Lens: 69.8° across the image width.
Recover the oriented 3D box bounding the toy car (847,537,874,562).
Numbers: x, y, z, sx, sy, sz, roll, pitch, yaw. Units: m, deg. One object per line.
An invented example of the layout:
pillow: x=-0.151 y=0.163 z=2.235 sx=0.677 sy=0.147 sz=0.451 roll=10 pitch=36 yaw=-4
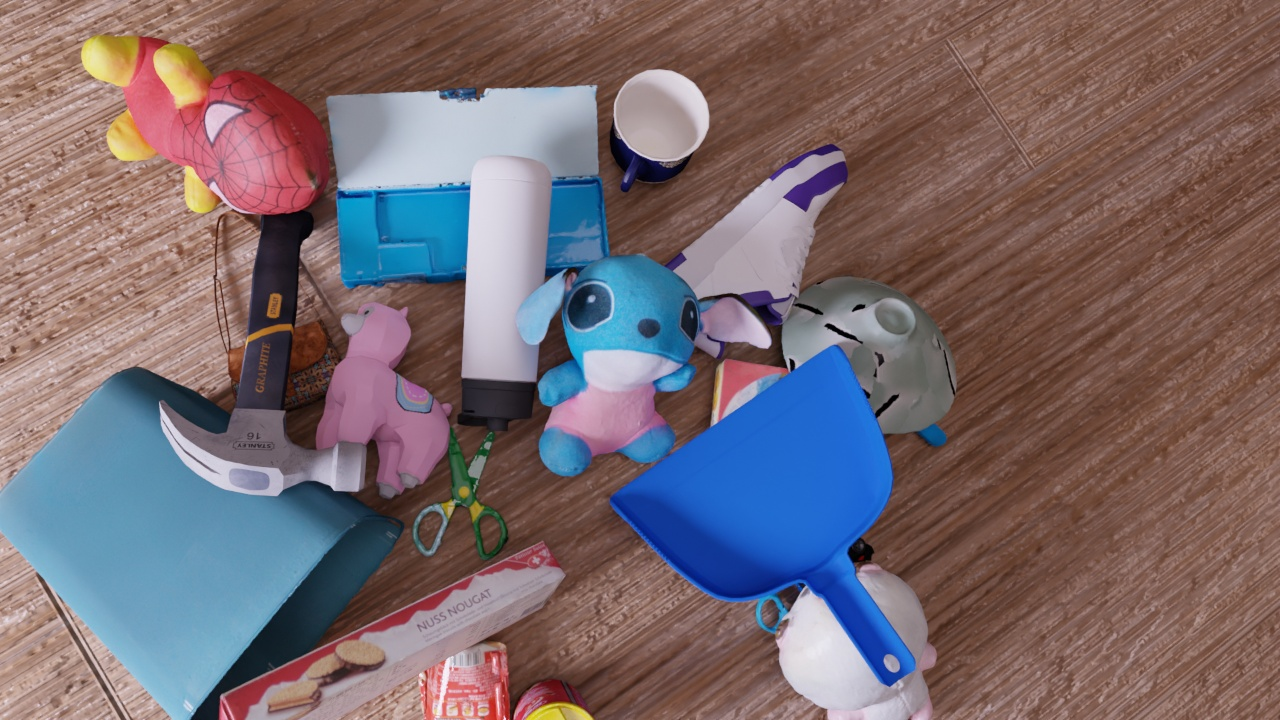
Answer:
toy car: x=0.170 y=0.176 z=0.843 sx=0.091 sy=0.042 sz=0.036 roll=13 pitch=77 yaw=-18

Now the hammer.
hammer: x=-0.288 y=-0.024 z=0.732 sx=0.139 sy=0.035 sz=0.312 roll=5 pitch=42 yaw=-19

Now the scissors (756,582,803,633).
scissors: x=0.126 y=0.181 z=0.859 sx=0.083 sy=0.016 sz=0.135 roll=-22 pitch=78 yaw=-13

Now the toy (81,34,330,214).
toy: x=-0.358 y=-0.197 z=0.780 sx=0.216 sy=0.148 sz=0.098 roll=24 pitch=53 yaw=10

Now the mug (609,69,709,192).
mug: x=0.007 y=-0.201 z=0.858 sx=0.085 sy=0.089 sz=0.111 roll=28 pitch=79 yaw=-3

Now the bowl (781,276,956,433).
bowl: x=0.223 y=-0.022 z=0.846 sx=0.174 sy=0.068 sz=0.174 roll=4 pitch=59 yaw=-7

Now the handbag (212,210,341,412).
handbag: x=-0.336 y=-0.049 z=0.818 sx=0.093 sy=0.043 sz=0.195 roll=-21 pitch=81 yaw=-12

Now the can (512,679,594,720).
can: x=-0.071 y=0.306 z=0.755 sx=0.066 sy=0.124 sz=0.066 roll=2 pitch=80 yaw=-9

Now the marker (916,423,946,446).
marker: x=0.248 y=0.040 z=0.894 sx=0.123 sy=0.015 sz=0.018 roll=42 pitch=75 yaw=3

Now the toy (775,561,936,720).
toy: x=0.204 y=0.268 z=0.817 sx=0.138 sy=0.101 sz=0.179 roll=-36 pitch=111 yaw=-9

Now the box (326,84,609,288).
box: x=-0.155 y=-0.159 z=0.847 sx=0.243 sy=0.060 sz=0.175 roll=-4 pitch=99 yaw=-8

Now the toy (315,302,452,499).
toy: x=-0.220 y=0.030 z=0.800 sx=0.123 sy=0.067 sz=0.157 roll=32 pitch=51 yaw=-29

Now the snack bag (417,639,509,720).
snack bag: x=-0.153 y=0.318 z=0.784 sx=0.087 sy=0.044 sz=0.155 roll=-1 pitch=83 yaw=10

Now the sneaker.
sneaker: x=0.122 y=-0.097 z=0.861 sx=0.244 sy=0.092 sz=0.111 roll=-40 pitch=90 yaw=-8

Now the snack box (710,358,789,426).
snack box: x=0.135 y=0.080 z=0.857 sx=0.145 sy=0.040 sz=0.142 roll=9 pitch=78 yaw=-6

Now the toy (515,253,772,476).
toy: x=-0.005 y=0.005 z=0.789 sx=0.223 sy=0.099 sz=0.192 roll=2 pitch=113 yaw=-27

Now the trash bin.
trash bin: x=-0.341 y=0.137 z=0.719 sx=0.218 sy=0.197 sz=0.199 roll=37 pitch=78 yaw=6

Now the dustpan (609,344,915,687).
dustpan: x=0.139 y=0.151 z=0.770 sx=0.245 sy=0.059 sz=0.257 roll=-35 pitch=75 yaw=1

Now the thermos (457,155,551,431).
thermos: x=-0.124 y=-0.055 z=0.800 sx=0.068 sy=0.101 sz=0.230 roll=4 pitch=88 yaw=-26

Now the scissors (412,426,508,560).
scissors: x=-0.169 y=0.120 z=0.827 sx=0.108 sy=0.012 sz=0.131 roll=-15 pitch=83 yaw=-9

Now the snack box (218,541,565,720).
snack box: x=-0.186 y=0.222 z=0.718 sx=0.272 sy=0.077 sz=0.044 roll=-21 pitch=64 yaw=-37
